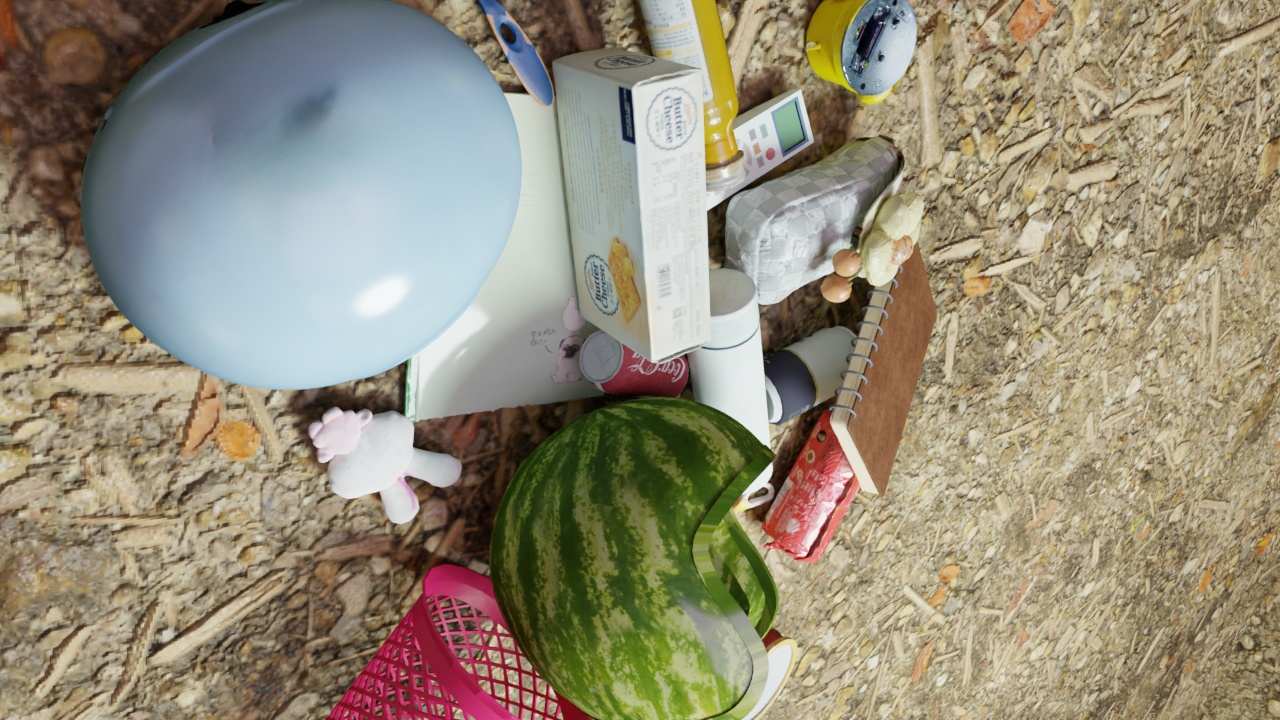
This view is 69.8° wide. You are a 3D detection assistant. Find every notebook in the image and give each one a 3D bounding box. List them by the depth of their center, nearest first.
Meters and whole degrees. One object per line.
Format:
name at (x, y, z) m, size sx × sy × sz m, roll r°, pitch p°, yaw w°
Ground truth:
notebook at (-0.090, -0.076, 0.704) m, size 0.181 × 0.010 × 0.253 m, roll -7°, pitch 118°, yaw -33°
notebook at (0.243, 0.000, 0.901) m, size 0.167 × 0.024 × 0.225 m, roll 52°, pitch 54°, yaw -49°

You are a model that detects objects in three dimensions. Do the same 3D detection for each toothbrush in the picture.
toothbrush at (-0.094, -0.225, 0.609) m, size 0.021 × 0.017 × 0.135 m, roll -44°, pitch 126°, yaw -11°

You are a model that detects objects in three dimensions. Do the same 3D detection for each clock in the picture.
clock at (0.193, -0.264, 0.772) m, size 0.118 × 0.057 × 0.083 m, roll 14°, pitch 105°, yaw -39°
clock at (0.096, 0.350, 1.019) m, size 0.158 × 0.081 × 0.117 m, roll -48°, pitch 143°, yaw -17°

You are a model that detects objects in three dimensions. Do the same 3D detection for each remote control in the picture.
remote control at (0.077, -0.171, 0.762) m, size 0.143 × 0.024 × 0.049 m, roll -34°, pitch 125°, yaw -15°

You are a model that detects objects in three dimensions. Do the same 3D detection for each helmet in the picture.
helmet at (-0.174, -0.095, 0.534) m, size 0.265 × 0.167 × 0.225 m, roll -43°, pitch 123°, yaw -18°
helmet at (-0.003, 0.155, 0.747) m, size 0.243 × 0.213 × 0.247 m, roll -8°, pitch 91°, yaw 13°

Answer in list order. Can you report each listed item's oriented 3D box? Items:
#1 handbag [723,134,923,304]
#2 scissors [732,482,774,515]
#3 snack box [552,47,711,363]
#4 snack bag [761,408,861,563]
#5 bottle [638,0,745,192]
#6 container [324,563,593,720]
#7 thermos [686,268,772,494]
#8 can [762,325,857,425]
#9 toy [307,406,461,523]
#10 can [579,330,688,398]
handbag at (0.160, -0.107, 0.791) m, size 0.171 × 0.123 × 0.113 m, roll -25°, pitch 141°, yaw -22°
scissors at (0.095, 0.159, 0.963) m, size 0.128 × 0.011 × 0.125 m, roll -37°, pitch 131°, yaw -16°
snack box at (-0.004, -0.112, 0.669) m, size 0.057 × 0.104 × 0.208 m, roll -23°, pitch 125°, yaw -28°
snack bag at (0.193, 0.134, 0.974) m, size 0.082 × 0.082 × 0.176 m, roll 18°, pitch 103°, yaw -40°
bottle at (0.040, -0.217, 0.677) m, size 0.053 × 0.053 × 0.186 m, roll -30°, pitch 121°, yaw -19°
container at (-0.182, 0.315, 0.755) m, size 0.226 × 0.183 × 0.183 m, roll -47°, pitch 132°, yaw 4°
thermos at (0.080, 0.025, 0.826) m, size 0.067 × 0.068 × 0.230 m, roll -31°, pitch 135°, yaw -19°
can at (0.165, 0.011, 0.897) m, size 0.127 × 0.064 × 0.064 m, roll -25°, pitch 126°, yaw -23°
toy at (-0.198, 0.073, 0.690) m, size 0.076 × 0.037 × 0.125 m, roll -46°, pitch 130°, yaw 1°
can at (-0.005, 0.004, 0.767) m, size 0.096 × 0.054 × 0.054 m, roll 16°, pitch 104°, yaw -54°
